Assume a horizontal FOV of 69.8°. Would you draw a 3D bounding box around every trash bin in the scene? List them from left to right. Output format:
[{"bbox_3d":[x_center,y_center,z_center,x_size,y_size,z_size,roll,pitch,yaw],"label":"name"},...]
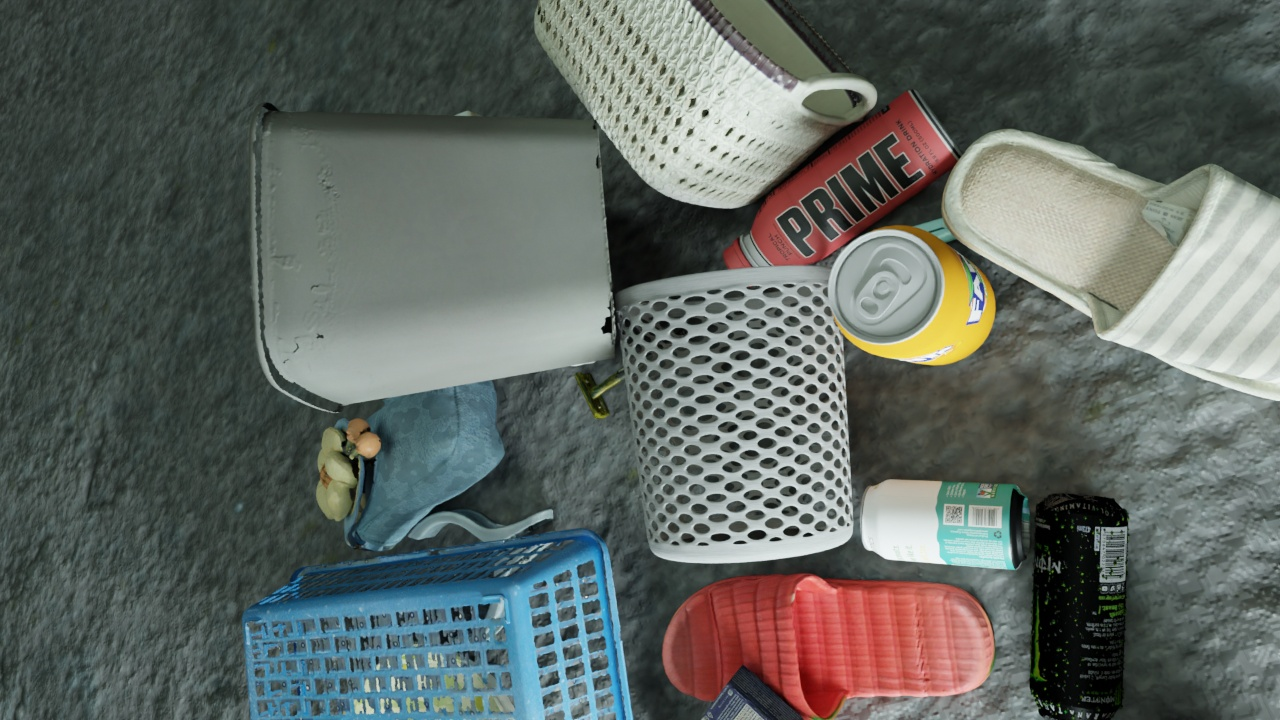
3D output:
[{"bbox_3d":[-0.134,-0.074,0.660,0.220,0.197,0.197,-5,80,-2],"label":"trash bin"},{"bbox_3d":[0.068,0.038,0.642,0.157,0.156,0.183,-7,86,30],"label":"trash bin"}]

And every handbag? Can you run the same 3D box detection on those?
[{"bbox_3d":[-0.216,0.083,0.820,0.192,0.118,0.121,-35,50,27],"label":"handbag"}]

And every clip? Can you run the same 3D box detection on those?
[{"bbox_3d":[-0.158,0.164,0.839,0.164,0.030,0.173,44,108,23],"label":"clip"}]

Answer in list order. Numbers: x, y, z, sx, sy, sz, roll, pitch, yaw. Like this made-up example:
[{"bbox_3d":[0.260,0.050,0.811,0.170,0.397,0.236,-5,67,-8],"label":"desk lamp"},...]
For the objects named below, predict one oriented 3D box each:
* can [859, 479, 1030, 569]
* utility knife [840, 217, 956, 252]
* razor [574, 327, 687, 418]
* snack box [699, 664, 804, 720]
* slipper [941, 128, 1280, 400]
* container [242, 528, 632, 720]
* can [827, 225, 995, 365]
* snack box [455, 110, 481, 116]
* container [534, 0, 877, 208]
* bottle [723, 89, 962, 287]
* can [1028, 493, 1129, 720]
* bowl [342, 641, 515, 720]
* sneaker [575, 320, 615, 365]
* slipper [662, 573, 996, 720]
[{"bbox_3d":[0.203,0.108,0.613,0.102,0.054,0.055,-2,86,30],"label":"can"},{"bbox_3d":[0.213,-0.092,0.643,0.148,0.015,0.022,-16,72,26],"label":"utility knife"},{"bbox_3d":[-0.005,0.004,0.761,0.106,0.026,0.042,-34,69,20],"label":"razor"},{"bbox_3d":[0.070,0.295,0.666,0.082,0.027,0.151,39,128,18],"label":"snack box"},{"bbox_3d":[0.312,-0.062,0.552,0.273,0.054,0.114,29,105,23],"label":"slipper"},{"bbox_3d":[-0.183,0.286,0.742,0.363,0.089,0.257,-14,80,29],"label":"container"},{"bbox_3d":[0.175,-0.039,0.586,0.079,0.142,0.079,-2,86,30],"label":"can"},{"bbox_3d":[-0.122,-0.167,0.763,0.082,0.149,0.026,-9,83,31],"label":"snack box"},{"bbox_3d":[0.037,-0.227,0.661,0.144,0.184,0.251,-47,66,29],"label":"container"},{"bbox_3d":[0.137,-0.115,0.659,0.177,0.062,0.062,-35,71,24],"label":"bottle"},{"bbox_3d":[0.272,0.153,0.571,0.054,0.053,0.137,2,88,30],"label":"can"},{"bbox_3d":[-0.169,0.343,0.817,0.220,0.060,0.188,-1,87,31],"label":"bowl"},{"bbox_3d":[-0.133,-0.052,0.809,0.236,0.104,0.090,24,61,7],"label":"sneaker"},{"bbox_3d":[0.119,0.204,0.656,0.249,0.059,0.103,-12,82,28],"label":"slipper"}]
